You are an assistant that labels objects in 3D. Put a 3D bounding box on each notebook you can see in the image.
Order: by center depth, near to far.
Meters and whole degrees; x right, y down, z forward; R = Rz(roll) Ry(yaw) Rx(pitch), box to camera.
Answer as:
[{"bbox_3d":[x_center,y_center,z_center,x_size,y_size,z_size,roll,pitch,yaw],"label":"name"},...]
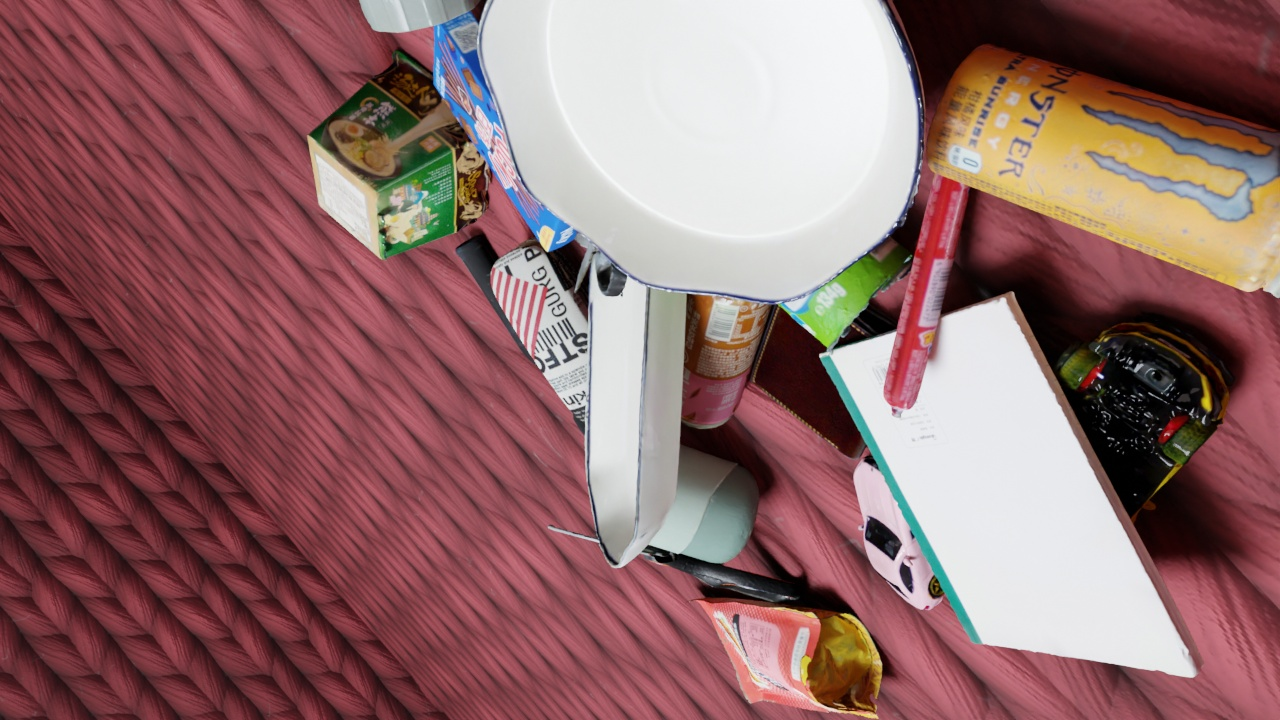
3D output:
[{"bbox_3d":[0.192,0.073,0.507,0.209,0.012,0.151,61,153,-3],"label":"notebook"}]

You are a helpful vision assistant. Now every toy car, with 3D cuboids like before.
[{"bbox_3d":[0.234,0.045,0.468,0.071,0.041,0.156,43,147,30],"label":"toy car"},{"bbox_3d":[0.172,0.118,0.620,0.056,0.037,0.122,33,150,60],"label":"toy car"}]

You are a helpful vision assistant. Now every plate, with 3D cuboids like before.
[{"bbox_3d":[0.026,-0.117,0.413,0.205,0.045,0.205,18,139,16],"label":"plate"},{"bbox_3d":[-0.004,0.004,0.613,0.162,0.034,0.266,-154,65,-74],"label":"plate"}]

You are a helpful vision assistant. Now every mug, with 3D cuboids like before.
[{"bbox_3d":[-0.156,-0.279,0.581,0.124,0.083,0.103,-125,17,-49],"label":"mug"},{"bbox_3d":[0.032,0.103,0.736,0.106,0.111,0.082,18,117,-11],"label":"mug"}]

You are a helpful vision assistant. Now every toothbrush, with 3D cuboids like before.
[{"bbox_3d":[-0.099,-0.017,0.834,0.213,0.026,0.027,59,-178,-18],"label":"toothbrush"}]

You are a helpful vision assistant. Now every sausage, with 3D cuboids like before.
[{"bbox_3d":[0.145,-0.043,0.460,0.020,0.020,0.156,23,114,36],"label":"sausage"}]

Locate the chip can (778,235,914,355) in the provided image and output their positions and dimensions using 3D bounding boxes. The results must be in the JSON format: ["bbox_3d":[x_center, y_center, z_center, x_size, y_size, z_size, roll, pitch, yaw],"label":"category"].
[{"bbox_3d":[0.043,-0.108,0.513,0.236,0.072,0.072,43,148,9],"label":"chip can"}]

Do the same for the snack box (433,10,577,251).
[{"bbox_3d":[-0.092,-0.157,0.634,0.157,0.026,0.085,56,162,4],"label":"snack box"}]

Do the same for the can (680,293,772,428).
[{"bbox_3d":[0.051,-0.016,0.616,0.058,0.057,0.148,36,147,19],"label":"can"}]

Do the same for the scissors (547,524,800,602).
[{"bbox_3d":[0.029,0.173,0.781,0.221,0.021,0.224,15,170,0],"label":"scissors"}]

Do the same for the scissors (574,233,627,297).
[{"bbox_3d":[-0.028,-0.082,0.620,0.159,0.014,0.172,-103,18,-48],"label":"scissors"}]

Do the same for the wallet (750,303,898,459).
[{"bbox_3d":[0.119,0.003,0.591,0.096,0.020,0.122,40,148,21],"label":"wallet"}]

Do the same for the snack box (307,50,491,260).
[{"bbox_3d":[-0.196,-0.154,0.727,0.117,0.105,0.118,40,147,16],"label":"snack box"}]

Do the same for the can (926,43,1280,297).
[{"bbox_3d":[0.194,-0.080,0.371,0.146,0.058,0.058,30,144,28],"label":"can"}]

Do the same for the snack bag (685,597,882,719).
[{"bbox_3d":[0.125,0.269,0.837,0.128,0.073,0.208,56,153,-4],"label":"snack bag"}]

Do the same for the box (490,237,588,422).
[{"bbox_3d":[-0.049,-0.029,0.750,0.074,0.079,0.163,-27,102,29],"label":"box"}]
